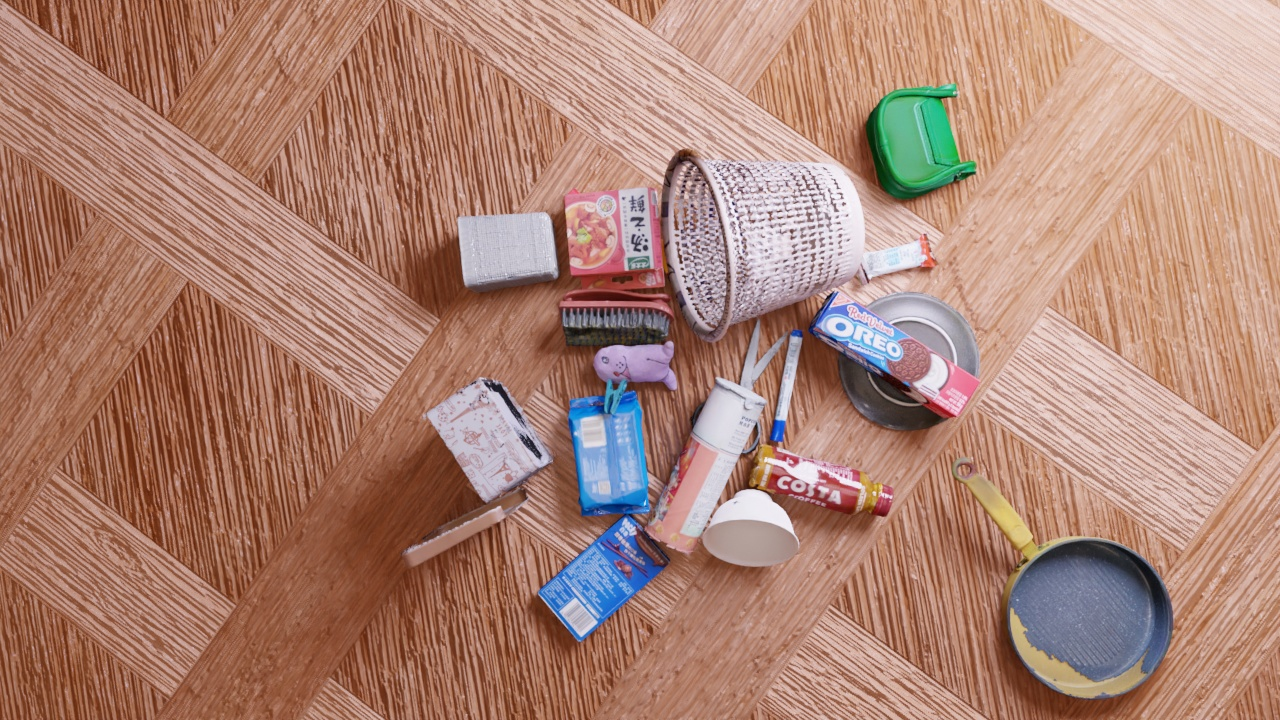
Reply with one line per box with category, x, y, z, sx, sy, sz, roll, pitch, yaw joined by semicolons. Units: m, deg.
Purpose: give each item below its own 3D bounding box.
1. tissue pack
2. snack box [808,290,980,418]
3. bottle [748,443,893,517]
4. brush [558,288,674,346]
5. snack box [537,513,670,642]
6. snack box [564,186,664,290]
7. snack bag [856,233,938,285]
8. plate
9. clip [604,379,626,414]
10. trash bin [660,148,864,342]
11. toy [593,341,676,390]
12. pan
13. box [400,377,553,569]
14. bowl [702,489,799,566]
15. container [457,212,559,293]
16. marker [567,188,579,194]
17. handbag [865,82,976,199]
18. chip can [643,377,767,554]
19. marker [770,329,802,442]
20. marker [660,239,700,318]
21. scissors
tissue pack;-0.039;0.121;1.175;0.095;0.052;0.157;-7;88;6
snack box;0.308;-0.007;1.128;0.207;0.058;0.057;33;87;4
bottle;0.227;0.154;1.153;0.175;0.057;0.057;15;90;4
brush;-0.030;-0.059;1.177;0.146;0.063;0.069;0;59;3
snack box;-0.047;0.279;1.185;0.157;0.026;0.084;-42;87;2
snack box;-0.033;-0.151;1.165;0.113;0.044;0.127;-4;97;13
snack bag;0.324;-0.129;1.168;0.104;0.026;0.048;-17;82;4
plate;0.342;0.001;1.166;0.179;0.024;0.179;0;89;4
clip;-0.035;0.045;1.155;0.049;0.015;0.056;1;46;13
trash bin;0.148;-0.149;1.096;0.192;0.228;0.227;-11;88;-15
toy;-0.007;0.007;1.175;0.108;0.038;0.084;-2;133;9
pan;0.497;0.255;1.124;0.198;0.078;0.357;-41;87;2
box;-0.220;0.138;1.125;0.193;0.183;0.157;-32;86;0
bowl;0.139;0.202;1.149;0.118;0.118;0.064;6;50;4
container;-0.166;-0.140;1.171;0.114;0.090;0.090;-6;89;0
marker;-0.041;-0.169;1.198;0.145;0.017;0.017;45;92;3
handbag;0.350;-0.276;1.148;0.120;0.068;0.131;-16;88;2
chip can;0.081;0.132;1.147;0.071;0.071;0.215;25;97;4
marker;0.188;0.032;1.179;0.017;0.017;0.146;11;90;4
marker;0.049;-0.100;1.193;0.018;0.015;0.124;-25;90;1
scissors;0.134;0.039;1.186;0.159;0.014;0.170;-21;86;2
